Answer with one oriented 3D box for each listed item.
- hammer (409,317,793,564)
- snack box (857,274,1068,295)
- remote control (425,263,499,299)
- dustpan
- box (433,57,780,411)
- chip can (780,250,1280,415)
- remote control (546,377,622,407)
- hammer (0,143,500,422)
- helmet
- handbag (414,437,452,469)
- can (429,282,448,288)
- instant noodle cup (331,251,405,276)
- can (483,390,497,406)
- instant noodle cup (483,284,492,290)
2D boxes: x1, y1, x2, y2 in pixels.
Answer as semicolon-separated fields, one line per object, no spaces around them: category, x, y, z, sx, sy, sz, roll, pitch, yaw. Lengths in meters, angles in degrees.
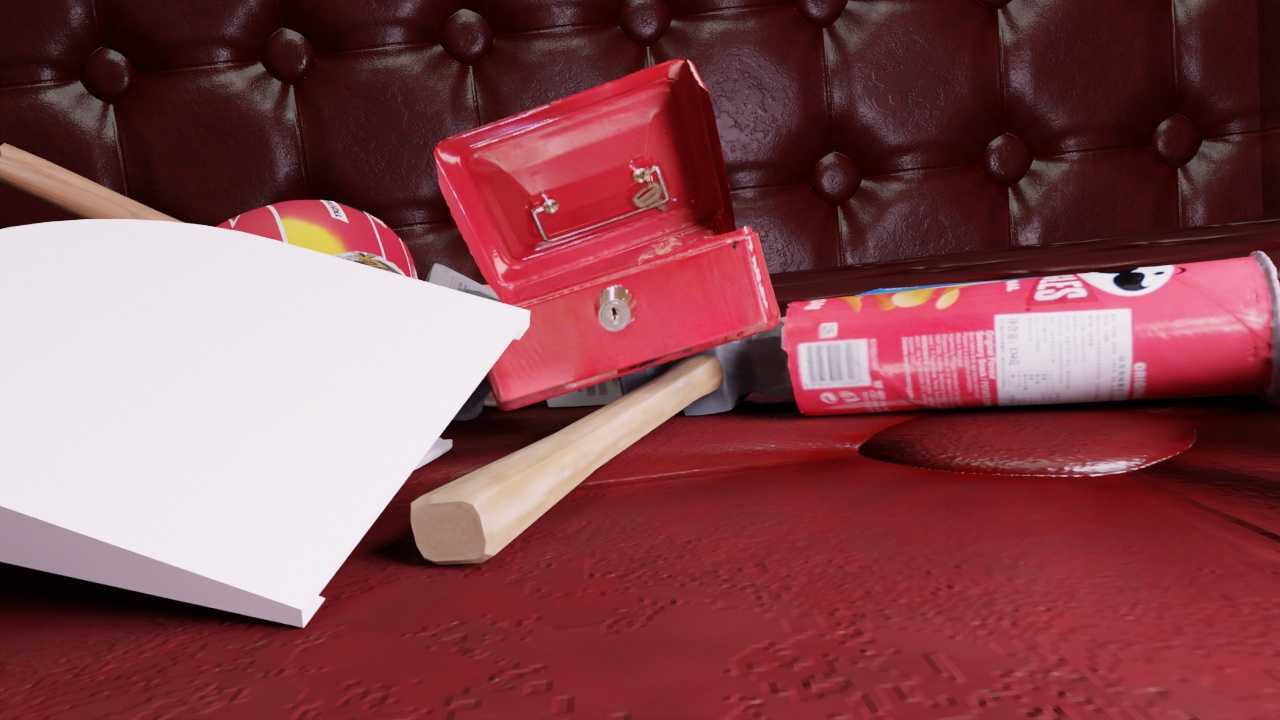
hammer;-0.005;0.029;0.472;0.117;0.051;0.322;-9;8;25
snack box;0.250;-0.024;0.627;0.239;0.056;0.195;-2;7;31
remote control;-0.126;-0.033;0.830;0.151;0.019;0.074;27;26;-18
dustpan;-0.205;0.014;0.395;0.258;0.053;0.191;16;36;9
box;-0.011;-0.044;0.509;0.157;0.156;0.147;-20;-35;3
chip can;0.197;-0.009;0.490;0.233;0.073;0.073;-4;7;23
remote control;-0.004;0.004;0.657;0.143;0.049;0.024;-4;8;17
hammer;-0.231;-0.050;0.583;0.328;0.052;0.098;24;-39;-19
helmet;-0.358;-0.070;0.998;0.224;0.197;0.271;-10;-1;-26
handbag;-0.218;0.014;0.507;0.199;0.096;0.141;4;6;11
can;-0.212;-0.005;0.713;0.099;0.099;0.143;-2;8;33
instant noodle cup;-0.247;-0.027;0.850;0.137;0.137;0.112;-11;18;-34
can;-0.086;-0.017;0.750;0.067;0.067;0.169;-4;16;22
instant noodle cup;-0.153;-0.043;1.025;0.178;0.078;0.178;1;7;0
